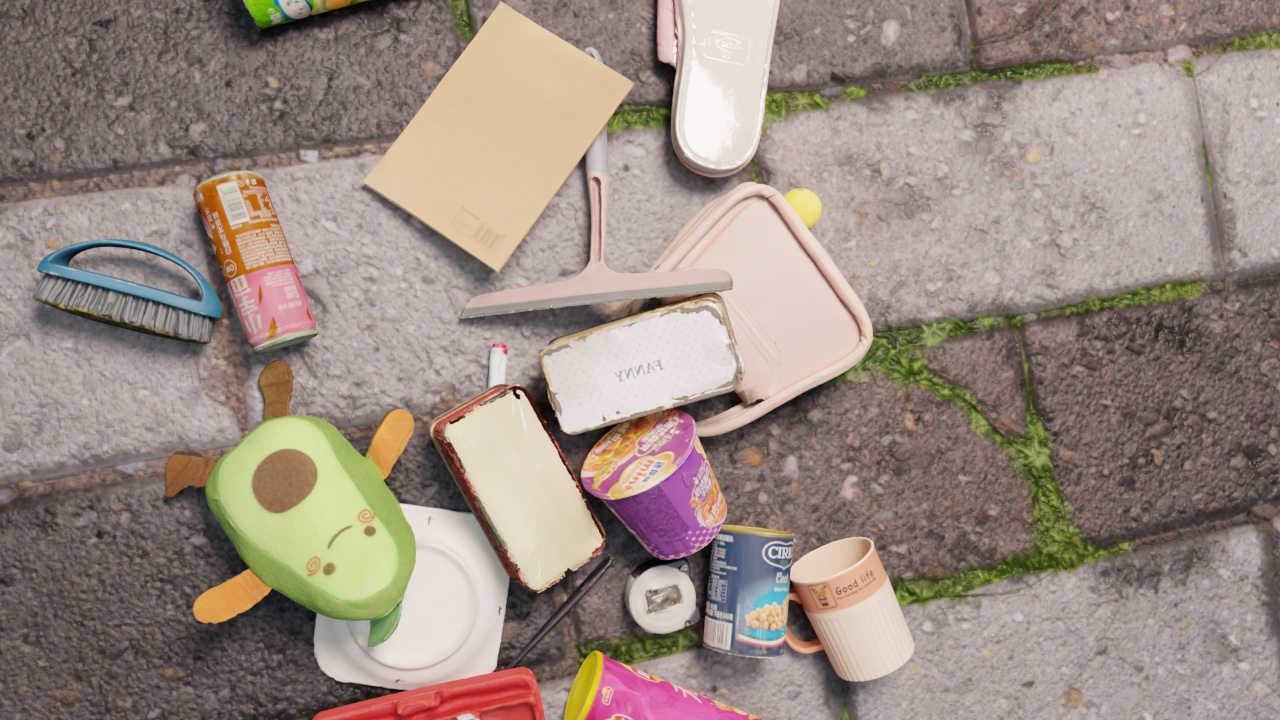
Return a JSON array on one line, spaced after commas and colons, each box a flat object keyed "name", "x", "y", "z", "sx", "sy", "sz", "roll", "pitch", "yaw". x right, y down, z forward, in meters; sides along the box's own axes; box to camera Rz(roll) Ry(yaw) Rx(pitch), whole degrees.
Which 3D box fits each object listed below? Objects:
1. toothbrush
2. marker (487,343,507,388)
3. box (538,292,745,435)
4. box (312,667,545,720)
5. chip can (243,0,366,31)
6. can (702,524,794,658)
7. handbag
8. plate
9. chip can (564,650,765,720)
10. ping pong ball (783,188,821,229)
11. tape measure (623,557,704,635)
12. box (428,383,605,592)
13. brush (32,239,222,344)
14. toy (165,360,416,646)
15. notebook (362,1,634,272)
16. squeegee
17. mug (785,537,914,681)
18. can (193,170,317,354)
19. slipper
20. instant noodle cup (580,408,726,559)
[{"name": "toothbrush", "x": -0.085, "y": 0.248, "z": 0.836, "sx": 0.018, "sy": 0.016, "sz": 0.181, "roll": 44, "pitch": 83, "yaw": -13}, {"name": "marker", "x": -0.133, "y": 0.057, "z": 0.830, "sx": 0.017, "sy": 0.017, "sz": 0.145, "roll": 4, "pitch": 88, "yaw": -10}, {"name": "box", "x": -0.005, "y": 0.005, "z": 0.799, "sx": 0.184, "sy": 0.060, "sz": 0.090, "roll": -14, "pitch": 98, "yaw": 13}, {"name": "box", "x": -0.175, "y": 0.346, "z": 0.769, "sx": 0.201, "sy": 0.098, "sz": 0.119, "roll": -11, "pitch": 101, "yaw": -7}, {"name": "chip can", "x": -0.230, "y": -0.350, "z": 0.794, "sx": 0.236, "sy": 0.072, "sz": 0.072, "roll": -19, "pitch": 92, "yaw": -9}, {"name": "can", "x": 0.098, "y": 0.209, "z": 0.835, "sx": 0.075, "sy": 0.075, "sz": 0.111, "roll": 7, "pitch": 83, "yaw": -10}, {"name": "handbag", "x": 0.074, "y": -0.028, "z": 0.845, "sx": 0.234, "sy": 0.093, "sz": 0.193, "roll": -40, "pitch": 95, "yaw": 0}, {"name": "plate", "x": -0.199, "y": 0.211, "z": 0.807, "sx": 0.164, "sy": 0.034, "sz": 0.163, "roll": 8, "pitch": 87, "yaw": -9}, {"name": "chip can", "x": 0.041, "y": 0.333, "z": 0.828, "sx": 0.210, "sy": 0.071, "sz": 0.071, "roll": 24, "pitch": 85, "yaw": -9}, {"name": "ping pong ball", "x": 0.152, "y": -0.143, "z": 0.873, "sx": 0.040, "sy": 0.040, "sz": 0.040, "roll": 0, "pitch": 89, "yaw": -10}, {"name": "tape measure", "x": 0.019, "y": 0.218, "z": 0.846, "sx": 0.066, "sy": 0.033, "sz": 0.065, "roll": -16, "pitch": 90, "yaw": -11}, {"name": "box", "x": -0.105, "y": 0.110, "z": 0.790, "sx": 0.091, "sy": 0.076, "sz": 0.168, "roll": -31, "pitch": 100, "yaw": -20}, {"name": "brush", "x": -0.420, "y": -0.062, "z": 0.761, "sx": 0.144, "sy": 0.055, "sz": 0.073, "roll": 16, "pitch": 87, "yaw": -9}, {"name": "toy", "x": -0.277, "y": 0.120, "z": 0.756, "sx": 0.247, "sy": 0.090, "sz": 0.226, "roll": 40, "pitch": 76, "yaw": 13}, {"name": "notebook", "x": -0.126, "y": -0.202, "z": 0.818, "sx": 0.149, "sy": 0.012, "sz": 0.211, "roll": 34, "pitch": 83, "yaw": 8}, {"name": "squeegee", "x": -0.040, "y": -0.165, "z": 0.833, "sx": 0.248, "sy": 0.040, "sz": 0.249, "roll": -4, "pitch": 78, "yaw": 16}, {"name": "mug", "x": 0.184, "y": 0.236, "z": 0.857, "sx": 0.115, "sy": 0.081, "sz": 0.106, "roll": -23, "pitch": 95, "yaw": 16}, {"name": "can", "x": -0.325, "y": -0.083, "z": 0.777, "sx": 0.058, "sy": 0.058, "sz": 0.147, "roll": -20, "pitch": 92, "yaw": -10}, {"name": "slipper", "x": 0.071, "y": -0.304, "z": 0.855, "sx": 0.114, "sy": 0.054, "sz": 0.274, "roll": 2, "pitch": 86, "yaw": -10}, {"name": "instant noodle cup", "x": 0.020, "y": 0.113, "z": 0.808, "sx": 0.111, "sy": 0.111, "sz": 0.099, "roll": -38, "pitch": 118, "yaw": -9}]
